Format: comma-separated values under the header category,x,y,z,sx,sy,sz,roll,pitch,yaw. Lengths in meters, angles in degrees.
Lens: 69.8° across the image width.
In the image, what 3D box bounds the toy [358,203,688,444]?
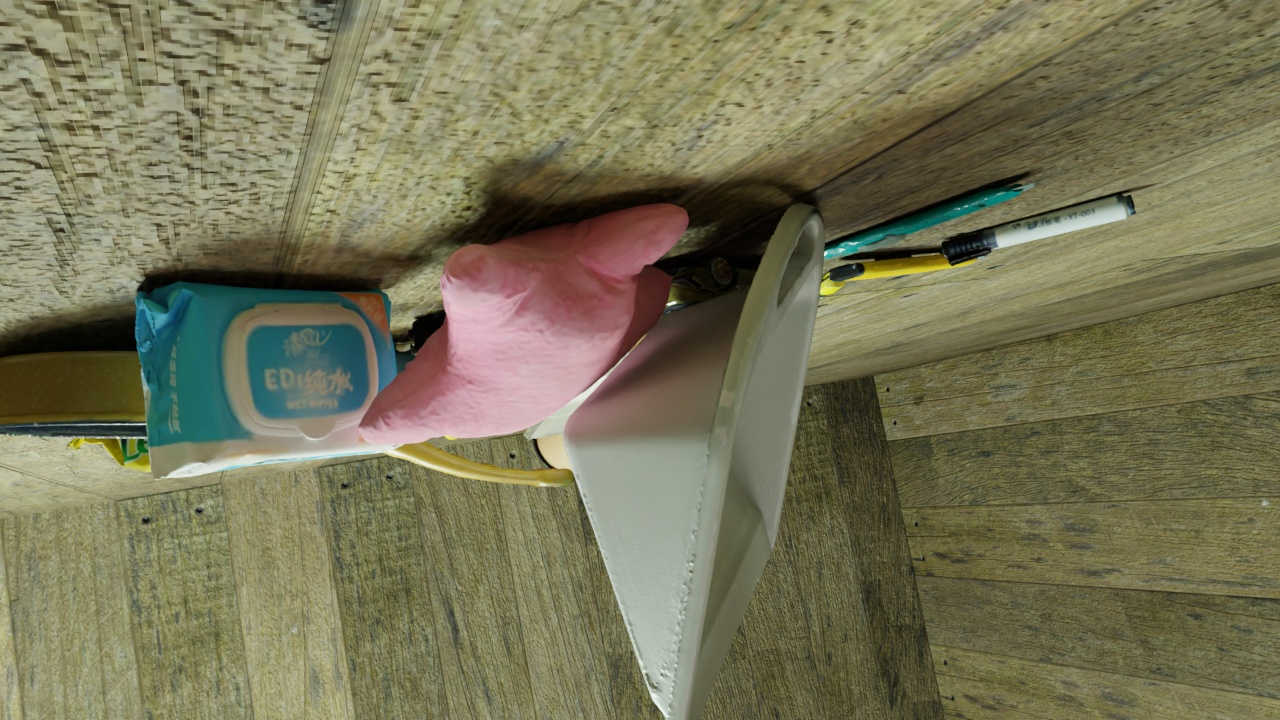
category,x,y,z,sx,sy,sz,roll,pitch,yaw
toy,-0.050,-0.013,0.470,0.178,0.074,0.195,-19,159,-39

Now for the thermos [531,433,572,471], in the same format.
category,x,y,z,sx,sy,sz,roll,pitch,yaw
thermos,-0.061,0.073,0.997,0.093,0.093,0.143,-8,166,-22

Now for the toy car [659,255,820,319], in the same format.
category,x,y,z,sx,sy,sz,roll,pitch,yaw
toy car,0.059,-0.046,0.639,0.157,0.042,0.070,-2,170,-41

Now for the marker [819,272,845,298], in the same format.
category,x,y,z,sx,sy,sz,roll,pitch,yaw
marker,0.158,-0.062,0.796,0.018,0.015,0.124,-10,178,1

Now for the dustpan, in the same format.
category,x,y,z,sx,sy,sz,roll,pitch,yaw
dustpan,0.068,0.054,0.519,0.143,0.258,0.222,-15,-162,29

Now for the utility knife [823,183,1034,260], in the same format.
category,x,y,z,sx,sy,sz,roll,pitch,yaw
utility knife,0.174,-0.085,0.580,0.029,0.013,0.161,-8,174,-41

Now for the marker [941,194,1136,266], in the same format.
category,x,y,z,sx,sy,sz,roll,pitch,yaw
marker,0.286,-0.094,0.666,0.131,0.022,0.018,-12,169,30

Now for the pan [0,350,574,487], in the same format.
category,x,y,z,sx,sy,sz,roll,pitch,yaw
pan,-0.209,0.046,0.588,0.356,0.078,0.198,2,173,-26

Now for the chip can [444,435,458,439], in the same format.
category,x,y,z,sx,sy,sz,roll,pitch,yaw
chip can,-0.092,0.023,0.897,0.217,0.073,0.073,-11,175,7

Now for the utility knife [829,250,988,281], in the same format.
category,x,y,z,sx,sy,sz,roll,pitch,yaw
utility knife,0.219,-0.078,0.735,0.173,0.015,0.033,-9,180,-30

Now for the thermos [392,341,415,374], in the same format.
category,x,y,z,sx,sy,sz,roll,pitch,yaw
thermos,-0.120,0.011,0.736,0.220,0.070,0.070,-8,174,-36

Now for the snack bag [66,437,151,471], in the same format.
category,x,y,z,sx,sy,sz,roll,pitch,yaw
snack bag,-0.318,0.050,0.766,0.246,0.068,0.158,-8,174,-15

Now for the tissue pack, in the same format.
category,x,y,z,sx,sy,sz,roll,pitch,yaw
tissue pack,-0.181,0.008,0.463,0.063,0.090,0.139,-8,177,35

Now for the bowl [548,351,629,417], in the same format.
category,x,y,z,sx,sy,sz,roll,pitch,yaw
bowl,-0.050,-0.003,0.583,0.113,0.062,0.113,-24,164,-7

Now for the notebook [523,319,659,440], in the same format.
category,x,y,z,sx,sy,sz,roll,pitch,yaw
notebook,-0.004,0.004,0.757,0.146,0.010,0.206,-51,163,12

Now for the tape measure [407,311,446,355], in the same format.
category,x,y,z,sx,sy,sz,roll,pitch,yaw
tape measure,-0.117,-0.016,0.637,0.066,0.033,0.066,-11,172,18
